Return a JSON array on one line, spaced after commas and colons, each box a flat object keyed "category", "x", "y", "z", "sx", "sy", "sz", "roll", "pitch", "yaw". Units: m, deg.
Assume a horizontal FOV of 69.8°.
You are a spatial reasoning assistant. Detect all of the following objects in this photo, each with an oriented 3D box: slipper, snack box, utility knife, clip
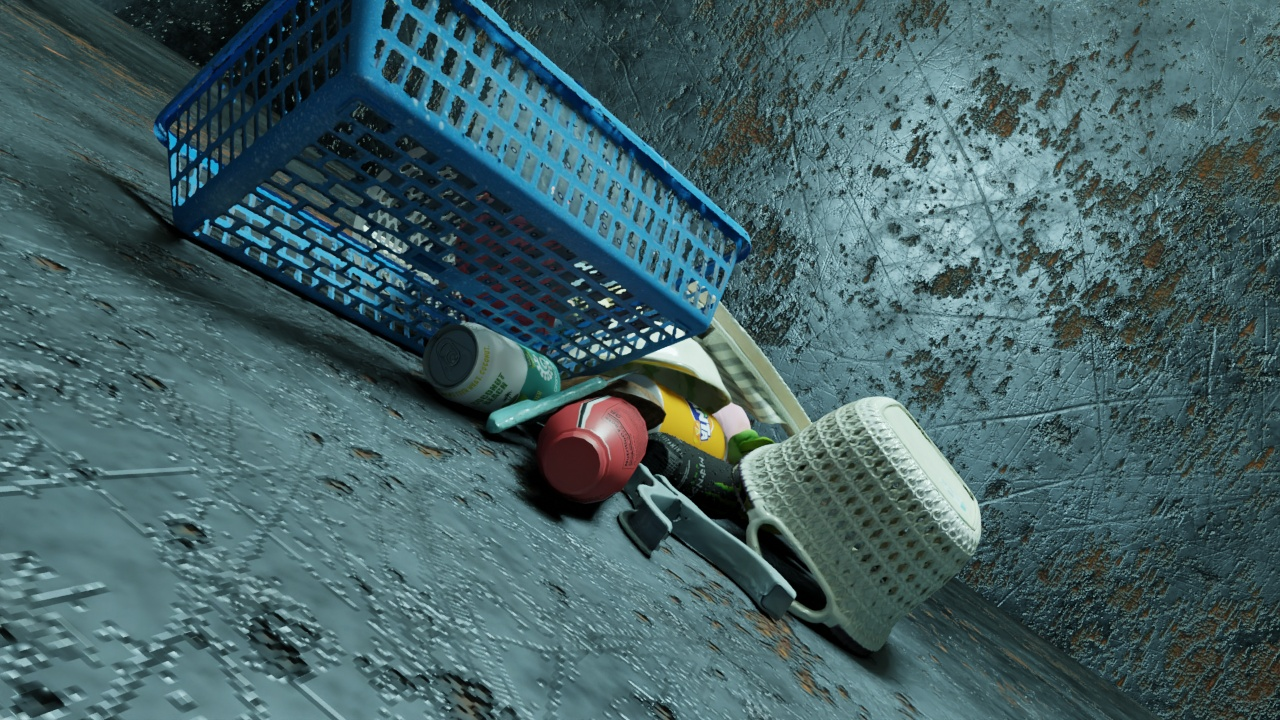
[{"category": "slipper", "x": 0.123, "y": 0.035, "z": 0.926, "sx": 0.272, "sy": 0.054, "sz": 0.114, "roll": 51, "pitch": -2, "yaw": -12}, {"category": "snack box", "x": -0.284, "y": -0.114, "z": 1.047, "sx": 0.082, "sy": 0.026, "sz": 0.150, "roll": 33, "pitch": 2, "yaw": -26}, {"category": "utility knife", "x": -0.049, "y": 0.023, "z": 0.640, "sx": 0.147, "sy": 0.015, "sz": 0.022, "roll": -22, "pitch": 6, "yaw": -43}, {"category": "clip", "x": 0.014, "y": 0.107, "z": 0.621, "sx": 0.173, "sy": 0.030, "sz": 0.164, "roll": 35, "pitch": 1, "yaw": 42}, {"category": "slipper", "x": -0.109, "y": -0.080, "z": 0.799, "sx": 0.103, "sy": 0.059, "sz": 0.249, "roll": 8, "pitch": -32, "yaw": -8}]

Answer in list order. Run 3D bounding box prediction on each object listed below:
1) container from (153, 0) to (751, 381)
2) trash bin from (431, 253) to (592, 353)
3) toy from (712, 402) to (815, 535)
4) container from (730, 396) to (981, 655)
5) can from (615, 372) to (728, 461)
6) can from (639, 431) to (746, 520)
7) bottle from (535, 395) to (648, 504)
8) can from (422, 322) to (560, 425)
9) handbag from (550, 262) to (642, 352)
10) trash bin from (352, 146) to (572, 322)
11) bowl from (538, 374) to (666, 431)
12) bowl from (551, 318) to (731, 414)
[{"category": "container", "x": -0.122, "y": -0.088, "z": 0.640, "sx": 0.258, "sy": 0.089, "sz": 0.362, "roll": -22, "pitch": -38, "yaw": 35}, {"category": "trash bin", "x": -0.129, "y": -0.108, "z": 1.216, "sx": 0.220, "sy": 0.197, "sz": 0.197, "roll": 40, "pitch": 0, "yaw": -9}, {"category": "toy", "x": 0.123, "y": 0.126, "z": 0.985, "sx": 0.238, "sy": 0.088, "sz": 0.190, "roll": 50, "pitch": 3, "yaw": 38}, {"category": "container", "x": 0.187, "y": 0.124, "z": 0.768, "sx": 0.184, "sy": 0.143, "sz": 0.251, "roll": 56, "pitch": 17, "yaw": 12}, {"category": "can", "x": 0.020, "y": 0.068, "z": 0.846, "sx": 0.079, "sy": 0.079, "sz": 0.142, "roll": 36, "pitch": 3, "yaw": 38}, {"category": "can", "x": 0.043, "y": 0.101, "z": 0.786, "sx": 0.054, "sy": 0.054, "sz": 0.137, "roll": 36, "pitch": 3, "yaw": 37}, {"category": "bottle", "x": -0.031, "y": 0.057, "z": 0.590, "sx": 0.062, "sy": 0.062, "sz": 0.176, "roll": 34, "pitch": 2, "yaw": 3}, {"category": "can", "x": -0.102, "y": 0.010, "z": 0.643, "sx": 0.055, "sy": 0.055, "sz": 0.101, "roll": 35, "pitch": 3, "yaw": 31}, {"category": "handbag", "x": -0.087, "y": -0.065, "z": 1.080, "sx": 0.191, "sy": 0.122, "sz": 0.118, "roll": 19, "pitch": 3, "yaw": -18}, {"category": "trash bin", "x": -0.171, "y": -0.107, "z": 0.937, "sx": 0.156, "sy": 0.156, "sz": 0.183, "roll": 35, "pitch": 0, "yaw": 30}, {"category": "bowl", "x": -0.033, "y": 0.032, "z": 0.727, "sx": 0.102, "sy": 0.026, "sz": 0.114, "roll": 16, "pitch": -25, "yaw": -25}, {"category": "bowl", "x": -0.005, "y": 0.005, "z": 0.891, "sx": 0.188, "sy": 0.060, "sz": 0.220, "roll": 11, "pitch": -19, "yaw": -12}]
